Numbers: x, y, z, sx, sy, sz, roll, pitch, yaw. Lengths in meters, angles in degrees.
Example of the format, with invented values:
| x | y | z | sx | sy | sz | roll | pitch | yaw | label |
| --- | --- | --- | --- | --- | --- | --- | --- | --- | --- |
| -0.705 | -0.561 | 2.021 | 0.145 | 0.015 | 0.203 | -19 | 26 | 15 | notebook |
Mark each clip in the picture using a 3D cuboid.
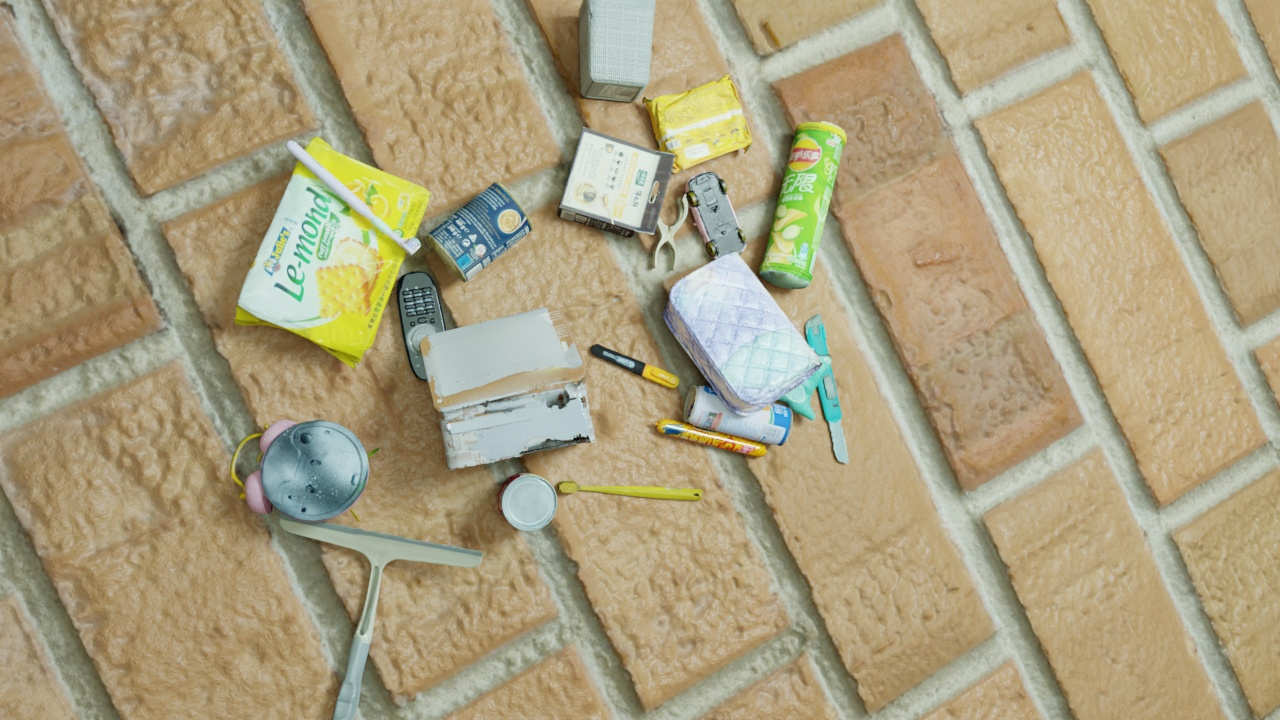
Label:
| x | y | z | sx | sy | sz | roll | pitch | yaw | label |
| --- | --- | --- | --- | --- | --- | --- | --- | --- | --- |
| 0.022 | -0.175 | 1.207 | 0.083 | 0.035 | 0.104 | 22 | 89 | -13 | clip |

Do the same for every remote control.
| x | y | z | sx | sy | sz | roll | pitch | yaw | label |
| --- | --- | --- | --- | --- | --- | --- | --- | --- | --- |
| -0.269 | -0.042 | 1.134 | 0.053 | 0.024 | 0.136 | -10 | 88 | -15 | remote control |

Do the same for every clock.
| x | y | z | sx | sy | sz | roll | pitch | yaw | label |
| --- | --- | --- | --- | --- | --- | --- | --- | --- | --- |
| -0.394 | 0.128 | 1.066 | 0.158 | 0.060 | 0.117 | 14 | 70 | -8 | clock |

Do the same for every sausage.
| x | y | z | sx | sy | sz | roll | pitch | yaw | label |
| --- | --- | --- | --- | --- | --- | --- | --- | --- | --- |
| 0.093 | 0.101 | 1.202 | 0.165 | 0.021 | 0.021 | 14 | 82 | -11 | sausage |

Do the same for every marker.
| x | y | z | sx | sy | sz | roll | pitch | yaw | label |
| --- | --- | --- | --- | --- | --- | --- | --- | --- | --- |
| -0.007 | 0.007 | 1.192 | 0.124 | 0.015 | 0.018 | 23 | 76 | -8 | marker |

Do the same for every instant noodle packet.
| x | y | z | sx | sy | sz | roll | pitch | yaw | label |
| --- | --- | --- | --- | --- | --- | --- | --- | --- | --- |
| 0.076 | -0.313 | 1.224 | 0.128 | 0.044 | 0.111 | -19 | 91 | -11 | instant noodle packet |

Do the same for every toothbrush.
| x | y | z | sx | sy | sz | roll | pitch | yaw | label |
| --- | --- | --- | --- | --- | --- | --- | --- | --- | --- |
| -0.012 | 0.167 | 1.176 | 0.190 | 0.017 | 0.015 | 5 | 85 | -12 | toothbrush |
| -0.335 | -0.190 | 1.066 | 0.189 | 0.029 | 0.021 | 40 | 115 | -7 | toothbrush |

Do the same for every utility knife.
| x | y | z | sx | sy | sz | roll | pitch | yaw | label |
| --- | --- | --- | --- | --- | --- | --- | --- | --- | --- |
| 0.256 | 0.039 | 1.247 | 0.029 | 0.013 | 0.207 | -12 | 88 | -8 | utility knife |

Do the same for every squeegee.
| x | y | z | sx | sy | sz | roll | pitch | yaw | label |
| --- | --- | --- | --- | --- | --- | --- | --- | --- | --- |
| -0.328 | 0.324 | 1.082 | 0.246 | 0.039 | 0.246 | 10 | 82 | 1 | squeegee |

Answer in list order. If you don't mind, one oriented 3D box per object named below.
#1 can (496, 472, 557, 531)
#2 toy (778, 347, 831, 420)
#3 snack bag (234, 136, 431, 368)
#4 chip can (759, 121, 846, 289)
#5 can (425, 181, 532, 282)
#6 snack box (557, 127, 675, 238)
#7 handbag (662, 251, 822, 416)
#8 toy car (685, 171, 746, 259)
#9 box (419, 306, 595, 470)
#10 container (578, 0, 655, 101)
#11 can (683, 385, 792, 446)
| x | y | z | sx | sy | sz | roll | pitch | yaw | label |
| --- | --- | --- | --- | --- | --- | --- | --- | --- | --- |
| -0.138 | 0.169 | 1.109 | 0.066 | 0.094 | 0.066 | 1 | 84 | -13 | can |
| 0.215 | 0.020 | 1.231 | 0.096 | 0.030 | 0.092 | 35 | 84 | 9 | toy |
| -0.362 | -0.129 | 1.099 | 0.158 | 0.068 | 0.246 | 22 | 80 | -11 | snack bag |
| 0.217 | -0.206 | 1.231 | 0.072 | 0.073 | 0.221 | 16 | 81 | -11 | chip can |
| -0.199 | -0.157 | 1.133 | 0.111 | 0.075 | 0.075 | -41 | 94 | -12 | can |
| -0.032 | -0.226 | 1.185 | 0.125 | 0.053 | 0.113 | 17 | 81 | -8 | snack box |
| 0.126 | -0.034 | 1.176 | 0.134 | 0.076 | 0.194 | -30 | 77 | -17 | handbag |
| 0.098 | -0.191 | 1.223 | 0.056 | 0.037 | 0.122 | -25 | 103 | -10 | toy car |
| -0.161 | 0.028 | 1.088 | 0.182 | 0.153 | 0.178 | -10 | 85 | -13 | box |
| -0.033 | -0.403 | 1.186 | 0.090 | 0.090 | 0.114 | 2 | 87 | -12 | container |
| 0.127 | 0.071 | 1.196 | 0.134 | 0.053 | 0.053 | 14 | 82 | -11 | can |
